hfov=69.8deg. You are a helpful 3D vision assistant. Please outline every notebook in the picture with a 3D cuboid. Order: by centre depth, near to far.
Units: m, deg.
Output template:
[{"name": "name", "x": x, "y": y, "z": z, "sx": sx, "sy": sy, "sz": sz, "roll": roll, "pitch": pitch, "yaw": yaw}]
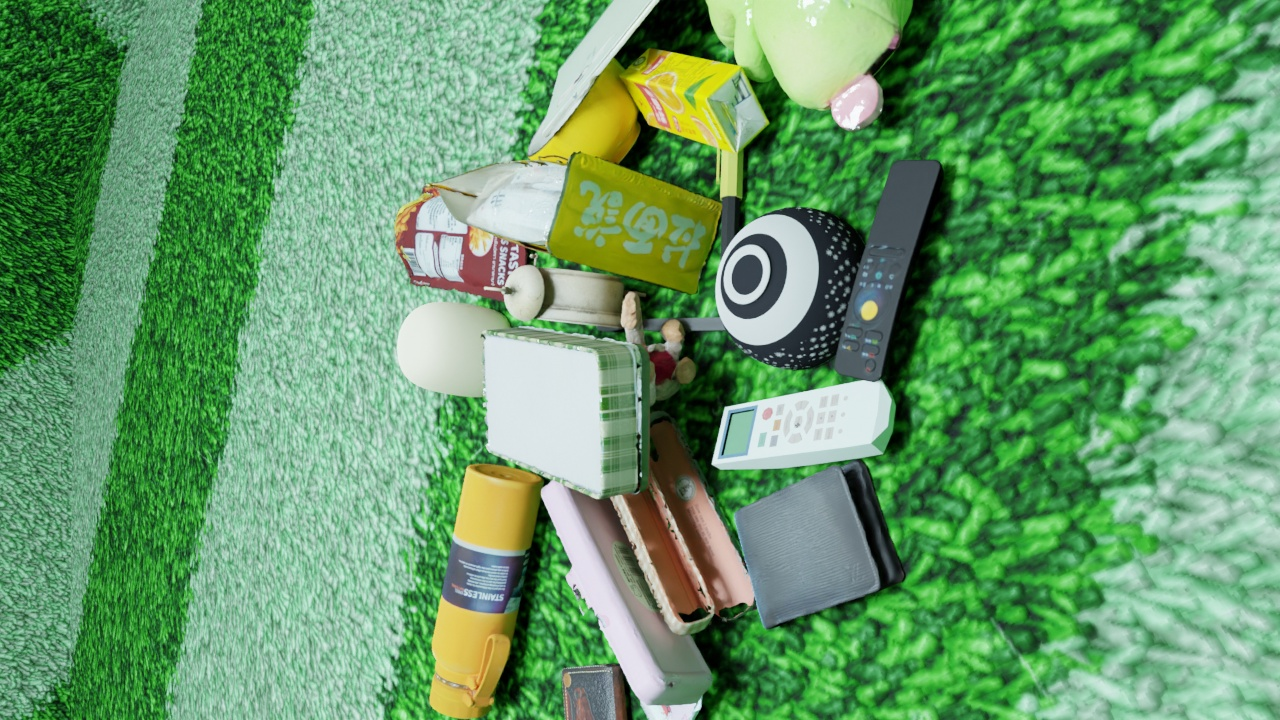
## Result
[{"name": "notebook", "x": 0.000, "y": -0.319, "z": 0.791, "sx": 0.253, "sy": 0.010, "sz": 0.181, "roll": -45, "pitch": 23, "yaw": 27}]

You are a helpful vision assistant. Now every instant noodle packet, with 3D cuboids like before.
[{"name": "instant noodle packet", "x": -0.067, "y": -0.122, "z": 0.790, "sx": 0.222, "sy": 0.162, "sz": 0.084, "roll": 17, "pitch": 96, "yaw": 48}]

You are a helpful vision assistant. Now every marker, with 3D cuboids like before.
[{"name": "marker", "x": 0.071, "y": -0.119, "z": 0.741, "sx": 0.021, "sy": 0.017, "sz": 0.123, "roll": 2, "pitch": 82, "yaw": 3}]

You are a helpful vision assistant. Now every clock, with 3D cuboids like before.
[{"name": "clock", "x": -0.071, "y": -0.058, "z": 0.778, "sx": 0.093, "sy": 0.140, "sz": 0.054, "roll": 9, "pitch": 93, "yaw": 47}]

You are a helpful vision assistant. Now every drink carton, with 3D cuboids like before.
[{"name": "drink carton", "x": 0.041, "y": -0.216, "z": 0.751, "sx": 0.043, "sy": 0.058, "sz": 0.134, "roll": -44, "pitch": 38, "yaw": -8}]

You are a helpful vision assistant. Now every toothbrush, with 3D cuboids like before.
[{"name": "toothbrush", "x": 0.021, "y": -0.031, "z": 0.787, "sx": 0.168, "sy": 0.013, "sz": 0.013, "roll": 1, "pitch": 83, "yaw": 47}]

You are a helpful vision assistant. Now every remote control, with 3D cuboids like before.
[{"name": "remote control", "x": 0.167, "y": -0.060, "z": 0.614, "sx": 0.041, "sy": 0.020, "sz": 0.152, "roll": 16, "pitch": 88, "yaw": 51}, {"name": "remote control", "x": 0.116, "y": 0.049, "z": 0.650, "sx": 0.144, "sy": 0.024, "sz": 0.049, "roll": -15, "pitch": 50, "yaw": 45}]

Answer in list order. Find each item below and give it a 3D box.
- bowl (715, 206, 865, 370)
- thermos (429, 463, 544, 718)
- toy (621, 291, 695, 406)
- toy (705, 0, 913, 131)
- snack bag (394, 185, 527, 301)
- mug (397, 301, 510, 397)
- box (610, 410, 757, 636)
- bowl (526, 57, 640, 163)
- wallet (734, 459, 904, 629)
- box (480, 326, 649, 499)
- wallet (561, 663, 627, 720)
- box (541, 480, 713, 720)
[{"name": "bowl", "x": 0.098, "y": -0.056, "z": 0.665, "sx": 0.120, "sy": 0.066, "sz": 0.120, "roll": -12, "pitch": 74, "yaw": 46}, {"name": "thermos", "x": -0.151, "y": 0.221, "z": 0.874, "sx": 0.091, "sy": 0.076, "sz": 0.232, "roll": -153, "pitch": 75, "yaw": -84}, {"name": "toy", "x": -0.004, "y": 0.004, "z": 0.763, "sx": 0.106, "sy": 0.074, "sz": 0.085, "roll": -50, "pitch": 48, "yaw": 49}, {"name": "toy", "x": 0.116, "y": -0.268, "z": 0.665, "sx": 0.197, "sy": 0.107, "sz": 0.150, "roll": 47, "pitch": 116, "yaw": 52}, {"name": "snack bag", "x": -0.195, "y": -0.137, "z": 1.012, "sx": 0.208, "sy": 0.066, "sz": 0.139, "roll": 8, "pitch": 94, "yaw": 46}, {"name": "mug", "x": -0.209, "y": -0.009, "z": 0.971, "sx": 0.120, "sy": 0.099, "sz": 0.096, "roll": -29, "pitch": 62, "yaw": 41}, {"name": "box", "x": 0.025, "y": 0.123, "z": 0.719, "sx": 0.042, "sy": 0.082, "sz": 0.186, "roll": 106, "pitch": 144, "yaw": -49}, {"name": "bowl", "x": -0.043, "y": -0.213, "z": 0.837, "sx": 0.117, "sy": 0.067, "sz": 0.117, "roll": -44, "pitch": 24, "yaw": 25}, {"name": "wallet", "x": 0.117, "y": 0.130, "z": 0.639, "sx": 0.115, "sy": 0.026, "sz": 0.089, "roll": -36, "pitch": 59, "yaw": 39}, {"name": "box", "x": -0.065, "y": 0.035, "z": 0.740, "sx": 0.206, "sy": 0.051, "sz": 0.118, "roll": 8, "pitch": 103, "yaw": 57}, {"name": "wallet", "x": -0.036, "y": 0.322, "z": 0.776, "sx": 0.072, "sy": 0.019, "sz": 0.123, "roll": -25, "pitch": 65, "yaw": 47}, {"name": "box", "x": -0.008, "y": 0.190, "z": 0.730, "sx": 0.077, "sy": 0.146, "sz": 0.201, "roll": -28, "pitch": 52, "yaw": -5}]
